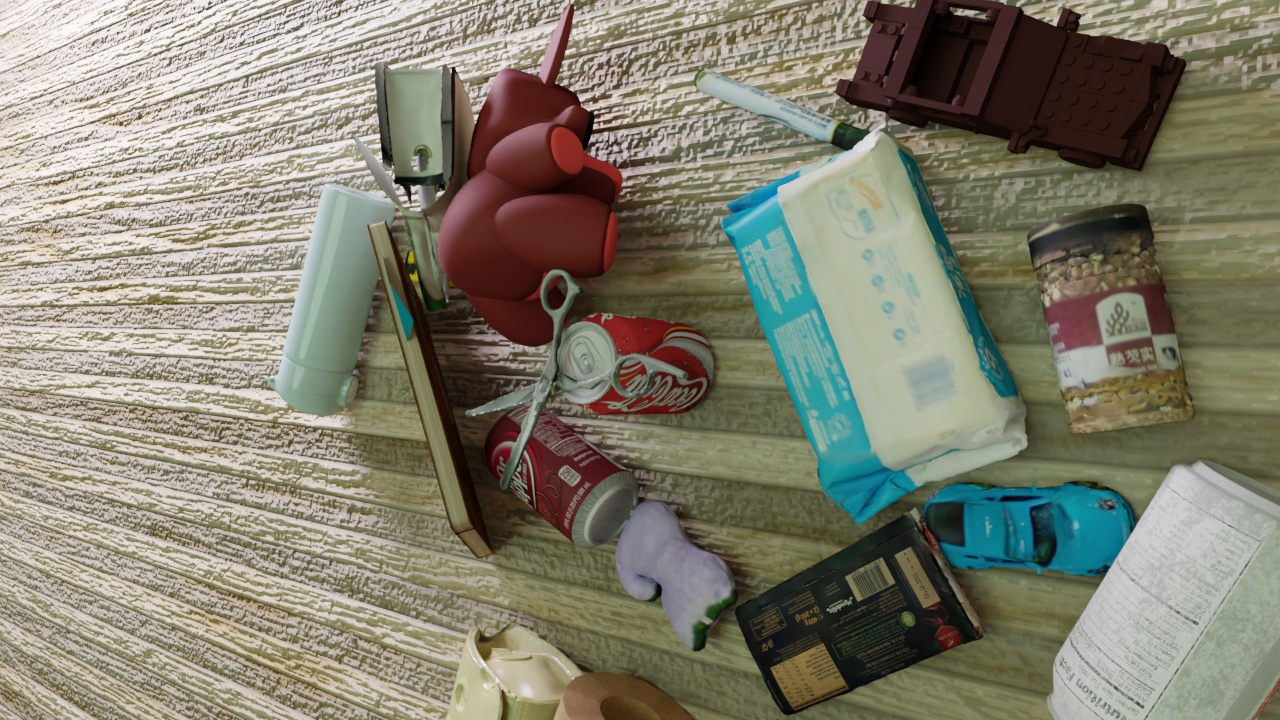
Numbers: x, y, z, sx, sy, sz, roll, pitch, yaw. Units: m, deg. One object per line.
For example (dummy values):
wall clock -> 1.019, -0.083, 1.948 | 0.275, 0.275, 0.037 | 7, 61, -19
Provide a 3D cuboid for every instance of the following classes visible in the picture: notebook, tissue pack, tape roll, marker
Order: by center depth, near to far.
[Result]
tissue pack -> 0.131, -0.022, 0.524 | 0.117, 0.066, 0.209 | -27, 73, 32
marker -> 0.091, -0.161, 0.591 | 0.146, 0.017, 0.017 | 34, 108, 34
tape roll -> -0.011, 0.244, 0.601 | 0.094, 0.093, 0.027 | 28, 104, 35
notebook -> -0.161, 0.019, 0.699 | 0.014, 0.179, 0.249 | -17, 73, -9

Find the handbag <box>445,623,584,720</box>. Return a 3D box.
handbag -> -0.100, 0.272, 0.677 | 0.111, 0.081, 0.119 | 23, 104, 49

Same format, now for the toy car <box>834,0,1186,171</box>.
toy car -> 0.186, -0.153, 0.490 | 0.170, 0.061, 0.070 | 26, 103, 35

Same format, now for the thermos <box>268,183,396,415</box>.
thermos -> -0.280, -0.053, 0.839 | 0.078, 0.065, 0.207 | 17, 100, 0

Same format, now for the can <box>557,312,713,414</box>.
can -> -0.004, 0.004, 0.600 | 0.064, 0.104, 0.064 | -2, 86, 37

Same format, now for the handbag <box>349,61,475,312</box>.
handbag -> -0.169, -0.125, 0.703 | 0.074, 0.151, 0.176 | -1, 92, -4

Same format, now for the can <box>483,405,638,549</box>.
can -> -0.058, 0.082, 0.664 | 0.114, 0.063, 0.063 | 33, 107, 34

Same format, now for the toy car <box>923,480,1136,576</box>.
toy car -> 0.202, 0.088, 0.485 | 0.105, 0.032, 0.048 | -4, 85, 36

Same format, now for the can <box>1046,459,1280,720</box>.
can -> 0.250, 0.120, 0.417 | 0.078, 0.078, 0.136 | 33, 107, 34

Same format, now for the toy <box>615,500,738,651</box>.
toy -> 0.021, 0.146, 0.619 | 0.099, 0.036, 0.080 | 47, 124, 35

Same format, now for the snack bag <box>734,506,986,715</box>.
snack bag -> 0.121, 0.152, 0.539 | 0.156, 0.018, 0.074 | -42, 65, 39

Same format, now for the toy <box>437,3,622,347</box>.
toy -> -0.074, -0.125, 0.650 | 0.159, 0.120, 0.196 | 132, 145, -55

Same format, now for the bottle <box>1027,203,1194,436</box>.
bottle -> 0.231, -0.018, 0.453 | 0.056, 0.056, 0.105 | -14, 79, 36

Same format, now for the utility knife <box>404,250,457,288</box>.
utility knife -> -0.142, -0.074, 0.768 | 0.176, 0.017, 0.030 | 10, 103, 34

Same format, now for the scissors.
scissors -> -0.044, 0.016, 0.554 | 0.172, 0.014, 0.141 | 7, 89, 36
